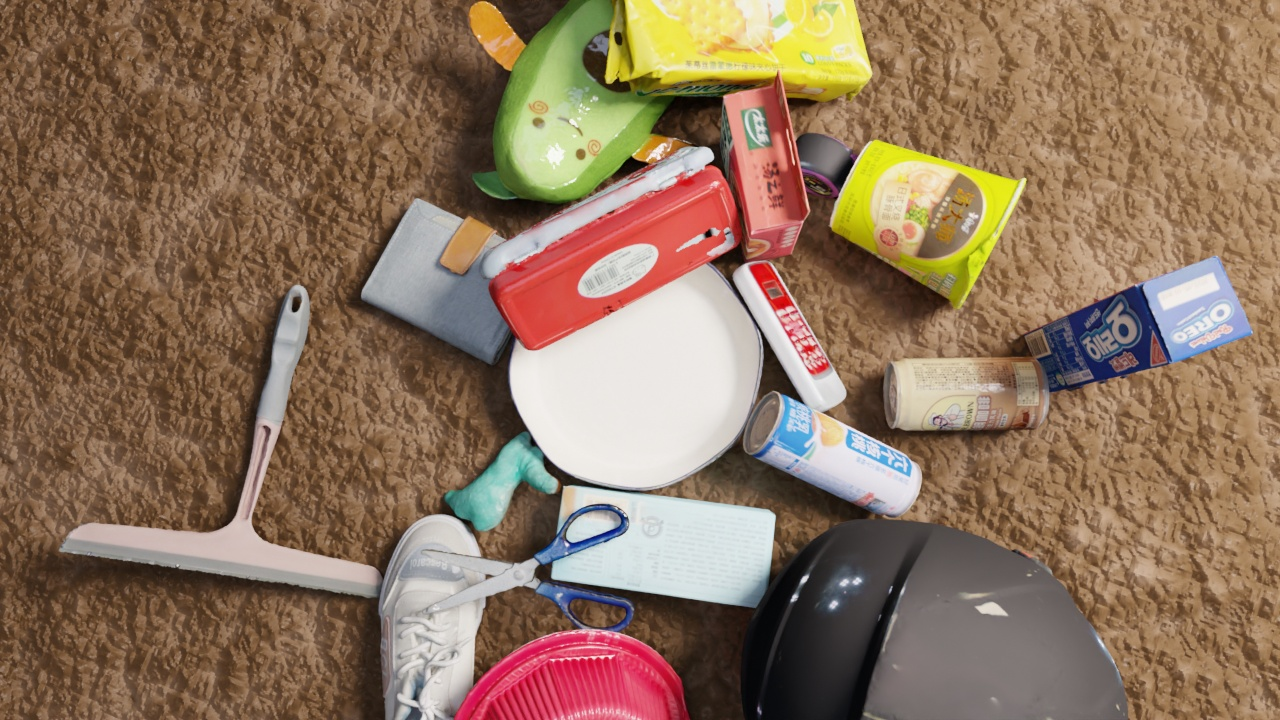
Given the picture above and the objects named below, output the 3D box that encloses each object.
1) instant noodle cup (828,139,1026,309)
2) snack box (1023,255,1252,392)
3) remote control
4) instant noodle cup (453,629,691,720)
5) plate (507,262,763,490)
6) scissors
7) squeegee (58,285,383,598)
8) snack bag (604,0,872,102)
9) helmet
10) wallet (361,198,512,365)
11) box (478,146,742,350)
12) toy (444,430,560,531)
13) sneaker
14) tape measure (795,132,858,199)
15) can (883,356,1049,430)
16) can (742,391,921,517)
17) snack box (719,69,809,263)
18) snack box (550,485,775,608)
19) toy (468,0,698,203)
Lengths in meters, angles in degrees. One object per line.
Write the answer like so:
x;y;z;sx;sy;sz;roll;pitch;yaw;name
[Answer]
0.222;-0.116;0.733;0.123;0.111;0.111;27;86;15;instant noodle cup
0.342;-0.019;0.655;0.058;0.207;0.057;-19;82;1;snack box
0.123;-0.021;0.749;0.020;0.055;0.136;-34;80;32;remote control
-0.044;0.300;0.678;0.193;0.066;0.194;-4;102;-17;instant noodle cup
-0.005;0.004;0.760;0.205;0.045;0.204;-1;82;5;plate
-0.077;0.159;0.702;0.162;0.012;0.163;35;84;-1;scissors
-0.318;0.057;0.780;0.247;0.040;0.249;12;78;-10;squeegee
0.070;-0.282;0.733;0.246;0.068;0.158;-7;80;-29;snack bag
0.207;0.235;0.629;0.275;0.230;0.233;18;87;-1;helmet
-0.159;-0.071;0.784;0.130;0.037;0.106;26;86;6;wallet
-0.030;-0.103;0.724;0.201;0.095;0.098;-28;45;-1;box
-0.110;0.100;0.754;0.096;0.030;0.091;26;72;42;toy
-0.172;0.244;0.721;0.089;0.091;0.242;-1;82;3;sneaker
0.150;-0.163;0.763;0.057;0.058;0.039;25;85;9;tape measure
0.257;0.027;0.731;0.116;0.058;0.058;0;83;4;can
0.150;0.075;0.717;0.134;0.053;0.053;26;85;-13;can
0.095;-0.148;0.729;0.044;0.127;0.113;-11;82;2;snack box
0.019;0.147;0.738;0.175;0.051;0.074;7;86;6;snack box
-0.039;-0.230;0.766;0.227;0.090;0.246;32;82;-6;toy
